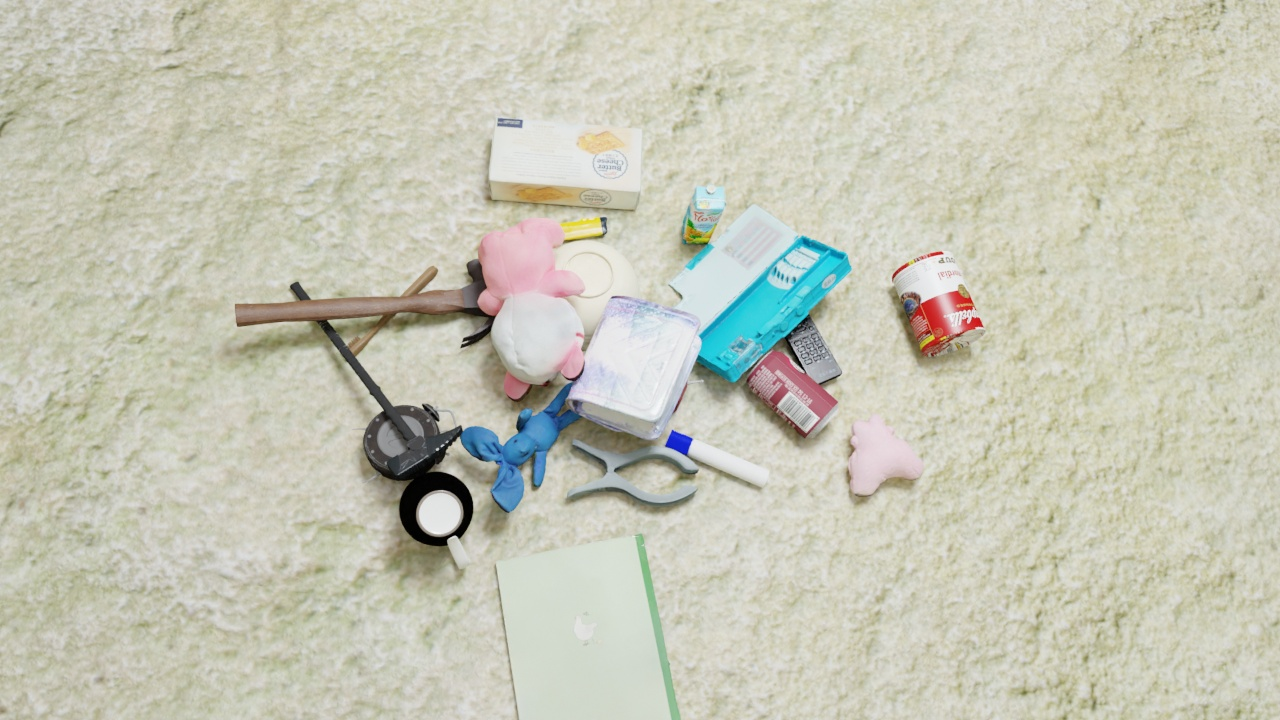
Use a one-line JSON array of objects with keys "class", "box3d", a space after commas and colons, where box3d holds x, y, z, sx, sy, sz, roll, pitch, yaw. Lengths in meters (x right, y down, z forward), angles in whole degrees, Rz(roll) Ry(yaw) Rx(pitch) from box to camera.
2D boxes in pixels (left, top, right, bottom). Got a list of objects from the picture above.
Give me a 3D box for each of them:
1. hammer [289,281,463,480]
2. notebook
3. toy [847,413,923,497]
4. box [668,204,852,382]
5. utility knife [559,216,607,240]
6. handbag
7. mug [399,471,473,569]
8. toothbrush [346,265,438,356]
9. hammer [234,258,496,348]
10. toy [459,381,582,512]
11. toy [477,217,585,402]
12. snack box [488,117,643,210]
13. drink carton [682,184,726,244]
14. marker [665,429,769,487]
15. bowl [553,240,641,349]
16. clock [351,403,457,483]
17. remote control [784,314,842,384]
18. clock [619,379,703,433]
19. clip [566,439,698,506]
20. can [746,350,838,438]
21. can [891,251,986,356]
[{"class": "hammer", "box3d": [-0.343, 0.005, 1.132, 0.094, 0.015, 0.325, -33, 64, -22]}, {"class": "notebook", "box3d": [-0.060, 0.340, 1.063, 0.182, 0.010, 0.252, -9, 70, -9]}, {"class": "toy", "box3d": [0.301, 0.116, 1.162, 0.099, 0.053, 0.096, -18, 79, -7]}, {"class": "box", "box3d": [0.140, -0.092, 1.221, 0.226, 0.056, 0.185, -43, 51, -11]}, {"class": "utility knife", "box3d": [-0.124, -0.175, 1.255, 0.162, 0.017, 0.030, -8, 65, -9]}, {"class": "handbag", "box3d": [-0.007, 0.006, 1.118, 0.126, 0.069, 0.158, 17, 66, 14]}, {"class": "mug", "box3d": [-0.225, 0.186, 1.052, 0.084, 0.100, 0.119, -26, 93, -16]}, {"class": "toothbrush", "box3d": [-0.324, -0.065, 1.192, 0.016, 0.016, 0.166, 35, 70, 16]}, {"class": "hammer", "box3d": [-0.333, -0.066, 1.151, 0.322, 0.033, 0.115, -5, 69, -21]}, {"class": "toy", "box3d": [-0.140, 0.093, 1.115, 0.113, 0.071, 0.176, 47, 62, 0]}, {"class": "toy", "box3d": [-0.138, -0.064, 1.128, 0.142, 0.084, 0.213, -16, 81, 25]}, {"class": "snack box", "box3d": [-0.102, -0.272, 1.273, 0.208, 0.058, 0.104, 3, 69, -4]}, {"class": "drink carton", "box3d": [0.083, -0.192, 1.221, 0.044, 0.129, 0.038, 1, 75, -6]}, {"class": "marker", "box3d": [0.096, 0.124, 1.154, 0.133, 0.027, 0.023, 23, 104, 3]}, {"class": "bowl", "box3d": [-0.070, -0.097, 1.198, 0.150, 0.075, 0.150, 2, 69, -5]}, {"class": "clock", "box3d": [-0.282, 0.100, 1.114, 0.122, 0.044, 0.091, -14, 64, -11]}, {"class": "remote control", "box3d": [0.214, -0.035, 1.232, 0.047, 0.022, 0.150, -21, 70, -12]}, {"class": "clock", "box3d": [0.003, 0.035, 1.167, 0.137, 0.048, 0.096, -28, 74, -17]}, {"class": "clip", "box3d": [-0.008, 0.126, 1.143, 0.163, 0.028, 0.107, 2, 67, -5]}, {"class": "can", "box3d": [0.195, 0.043, 1.175, 0.114, 0.063, 0.063, 43, 70, 11]}, {"class": "can", "box3d": [0.398, -0.075, 1.230, 0.086, 0.087, 0.116, -13, 71, -11]}]
